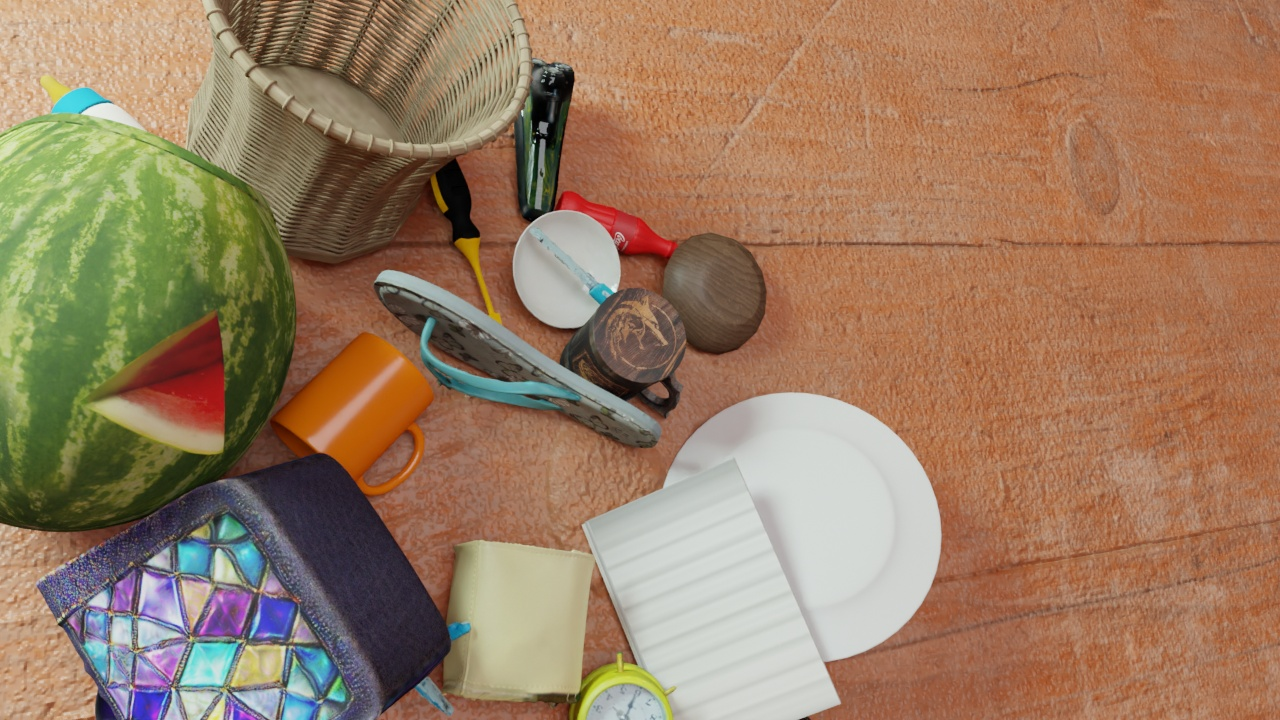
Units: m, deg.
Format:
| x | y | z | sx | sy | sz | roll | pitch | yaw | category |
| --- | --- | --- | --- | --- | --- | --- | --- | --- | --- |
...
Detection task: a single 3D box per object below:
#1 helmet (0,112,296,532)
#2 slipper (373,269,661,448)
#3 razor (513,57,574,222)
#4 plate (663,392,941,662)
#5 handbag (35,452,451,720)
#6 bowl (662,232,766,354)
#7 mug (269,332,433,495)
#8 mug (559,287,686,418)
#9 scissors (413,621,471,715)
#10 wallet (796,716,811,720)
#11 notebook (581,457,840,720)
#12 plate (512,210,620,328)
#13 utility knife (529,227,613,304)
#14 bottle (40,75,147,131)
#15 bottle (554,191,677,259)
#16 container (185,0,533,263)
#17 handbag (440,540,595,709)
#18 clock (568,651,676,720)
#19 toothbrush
| x | y | z | sx | sy | sz | roll | pitch | yaw | category |
| --- | --- | --- | --- | --- | --- | --- | --- | --- | --- |
| -0.340 | -0.012 | 0.583 | 0.213 | 0.244 | 0.246 | 33 | 67 | -51 | helmet |
| -0.107 | 0.019 | 0.754 | 0.268 | 0.098 | 0.054 | 31 | 69 | -20 | slipper |
| -0.090 | -0.203 | 0.838 | 0.054 | 0.067 | 0.151 | 6 | 81 | -16 | razor |
| 0.137 | 0.135 | 0.794 | 0.242 | 0.016 | 0.242 | -2 | 63 | 3 | plate |
| -0.266 | 0.188 | 0.601 | 0.222 | 0.125 | 0.205 | -35 | 86 | 10 | handbag |
| 0.078 | -0.065 | 0.866 | 0.117 | 0.030 | 0.118 | 3 | 85 | -30 | bowl |
| -0.212 | 0.051 | 0.714 | 0.095 | 0.078 | 0.112 | -50 | 124 | -26 | mug |
| -0.005 | 0.005 | 0.784 | 0.116 | 0.107 | 0.079 | 37 | 65 | -8 | mug |
| -0.185 | 0.223 | 0.670 | 0.134 | 0.011 | 0.137 | 34 | 83 | 30 | scissors |
| 0.117 | 0.344 | 0.776 | 0.099 | 0.031 | 0.120 | -38 | 88 | -28 | wallet |
| 0.054 | 0.205 | 0.755 | 0.143 | 0.009 | 0.209 | -25 | 81 | 10 | notebook |
| -0.070 | -0.081 | 0.821 | 0.104 | 0.026 | 0.104 | -2 | 94 | -29 | plate |
| -0.033 | -0.055 | 0.820 | 0.181 | 0.015 | 0.022 | 40 | 69 | -22 | utility knife |
| -0.406 | -0.166 | 0.708 | 0.146 | 0.051 | 0.051 | 45 | 64 | -4 | bottle |
| -0.021 | -0.122 | 0.855 | 0.119 | 0.036 | 0.036 | 19 | 68 | -16 | bottle |
| -0.224 | -0.200 | 0.688 | 0.226 | 0.197 | 0.226 | 15 | 61 | -29 | container |
| -0.095 | 0.205 | 0.709 | 0.111 | 0.081 | 0.119 | 13 | 68 | -26 | handbag |
| -0.020 | 0.294 | 0.718 | 0.083 | 0.057 | 0.119 | 29 | 77 | -2 | clock |
| -0.153 | -0.109 | 0.804 | 0.031 | 0.031 | 0.196 | -14 | 82 | -42 | toothbrush |
